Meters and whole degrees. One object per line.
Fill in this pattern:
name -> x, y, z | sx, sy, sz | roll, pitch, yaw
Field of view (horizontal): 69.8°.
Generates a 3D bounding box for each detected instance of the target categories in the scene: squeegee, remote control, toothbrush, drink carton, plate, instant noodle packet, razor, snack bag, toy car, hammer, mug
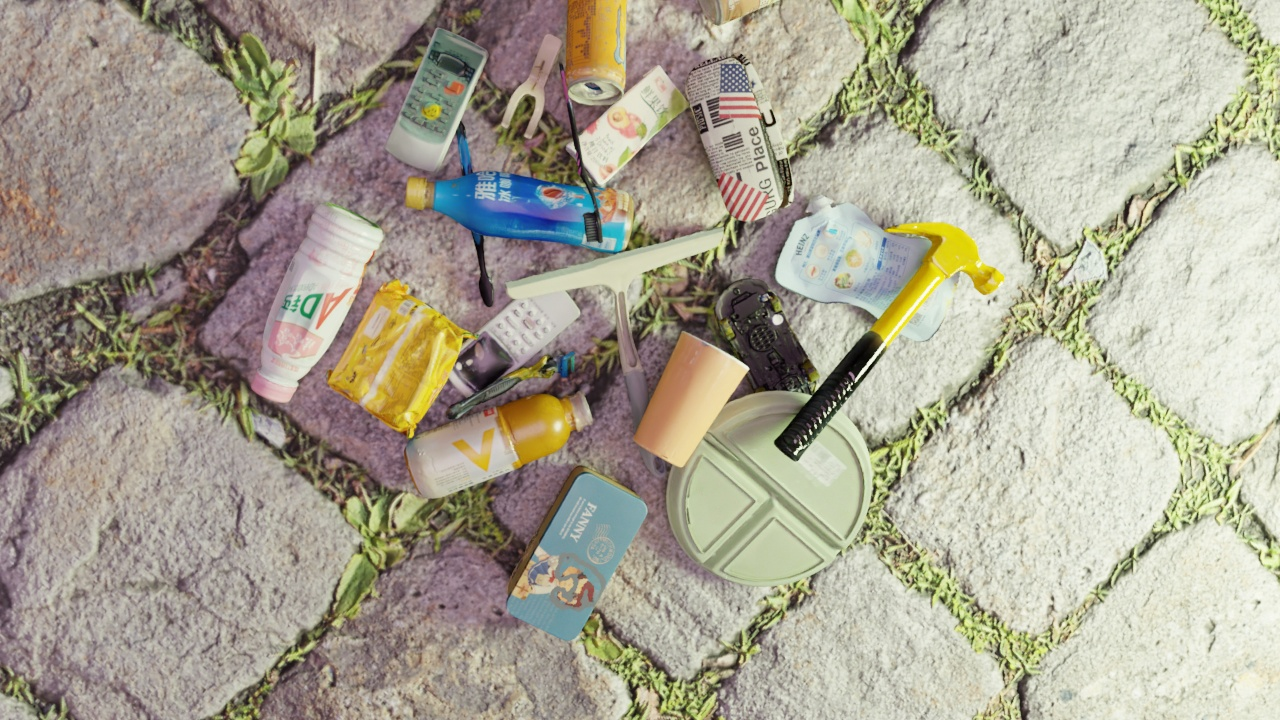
squeegee -> -0.006, 0.006, 0.958 | 0.246, 0.039, 0.247 | -18, 107, -23
remote control -> -0.201, -0.255, 0.905 | 0.056, 0.019, 0.135 | 25, 93, -3
toothbrush -> -0.062, -0.201, 0.885 | 0.017, 0.014, 0.189 | -12, 80, -6
drink carton -> -0.014, -0.235, 0.922 | 0.122, 0.045, 0.053 | -42, 101, -1
remote control -> -0.134, -0.022, 0.946 | 0.150, 0.021, 0.058 | -42, 100, -2
plate -> 0.142, 0.144, 0.982 | 0.230, 0.027, 0.230 | -3, 109, -8
instant noodle packet -> -0.238, -0.004, 0.915 | 0.111, 0.044, 0.128 | 32, 90, 5
toothbrush -> -0.169, -0.148, 0.931 | 0.014, 0.016, 0.189 | -9, 96, -2
razor -> -0.134, 0.024, 0.934 | 0.142, 0.043, 0.022 | -25, 66, -15
snack bag -> 0.243, -0.099, 0.978 | 0.191, 0.039, 0.110 | 21, 97, -9
toy car -> 0.133, -0.015, 0.970 | 0.070, 0.042, 0.158 | -29, 106, 0
hammer -> 0.241, -0.021, 0.941 | 0.129, 0.033, 0.300 | 41, 82, -6
mug -> 0.047, 0.042, 0.930 | 0.078, 0.078, 0.123 | 29, 91, -10

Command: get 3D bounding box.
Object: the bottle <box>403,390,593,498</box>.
bottle -> -0.142, 0.080, 0.933 | 0.189, 0.068, 0.068 | -20, 99, -5

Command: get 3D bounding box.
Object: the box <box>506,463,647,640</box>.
box -> -0.066, 0.194, 0.962 | 0.090, 0.062, 0.184 | 27, 95, -11

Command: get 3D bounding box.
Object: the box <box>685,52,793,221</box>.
box -> 0.098, -0.222, 0.922 | 0.086, 0.075, 0.162 | -21, 101, -12

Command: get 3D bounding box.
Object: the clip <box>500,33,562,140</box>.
clip -> -0.104, -0.271, 0.908 | 0.034, 0.072, 0.100 | 25, 96, -10

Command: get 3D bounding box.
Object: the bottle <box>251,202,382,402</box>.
bottle -> -0.322, -0.054, 0.896 | 0.068, 0.068, 0.197 | 27, 97, -10

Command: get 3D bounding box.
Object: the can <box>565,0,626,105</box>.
can -> -0.042, -0.326, 0.884 | 0.058, 0.058, 0.146 | 2, 82, -8

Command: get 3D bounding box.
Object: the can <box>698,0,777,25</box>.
can -> 0.117, -0.383, 0.914 | 0.116, 0.058, 0.058 | -25, 100, -4

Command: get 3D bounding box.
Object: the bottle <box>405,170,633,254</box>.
bottle -> -0.119, -0.150, 0.903 | 0.218, 0.065, 0.065 | 7, 96, -12
